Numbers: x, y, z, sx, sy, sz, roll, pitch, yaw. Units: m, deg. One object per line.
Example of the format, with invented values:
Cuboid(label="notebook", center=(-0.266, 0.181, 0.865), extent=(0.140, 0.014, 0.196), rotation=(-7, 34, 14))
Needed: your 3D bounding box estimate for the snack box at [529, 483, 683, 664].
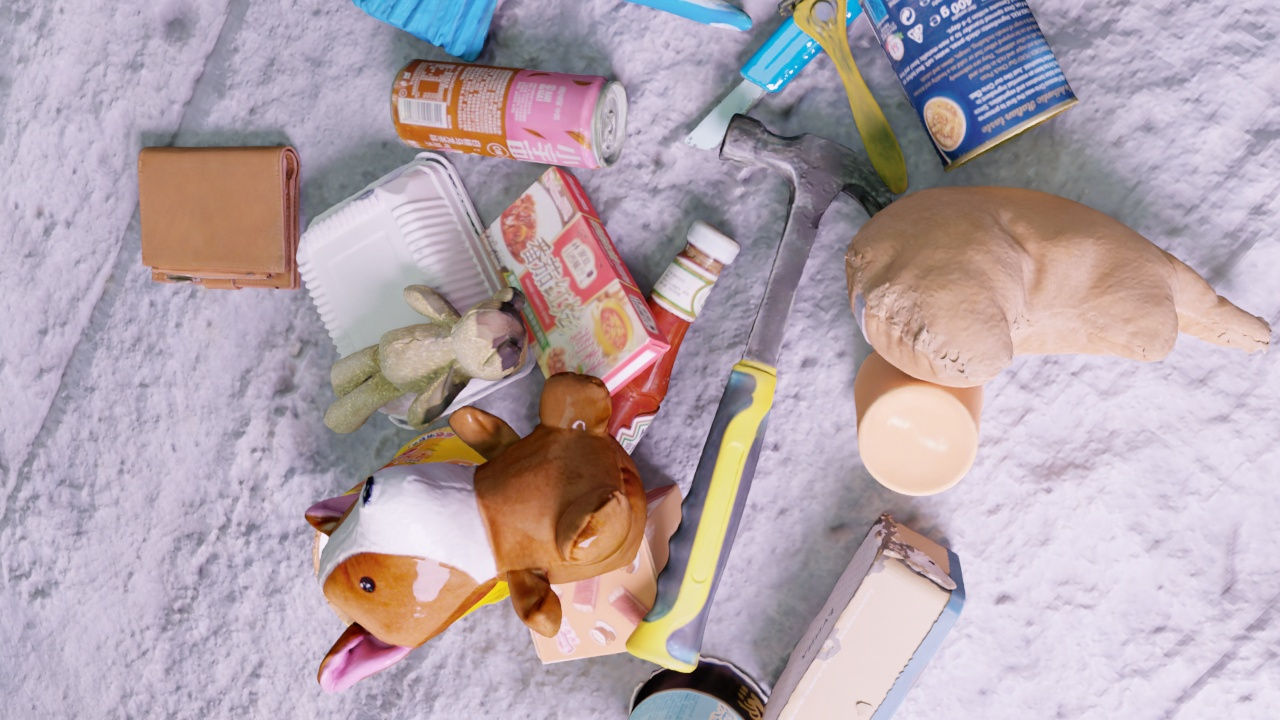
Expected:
Cuboid(label="snack box", center=(-0.019, 0.139, 0.607), extent=(0.094, 0.092, 0.077), rotation=(-15, 94, 19))

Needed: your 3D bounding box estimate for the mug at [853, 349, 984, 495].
Cuboid(label="mug", center=(0.156, 0.031, 0.519), extent=(0.078, 0.122, 0.078), rotation=(3, 101, 17))

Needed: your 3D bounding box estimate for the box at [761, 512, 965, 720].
Cuboid(label="box", center=(0.131, 0.190, 0.573), extent=(0.060, 0.089, 0.184), rotation=(27, 108, 10))

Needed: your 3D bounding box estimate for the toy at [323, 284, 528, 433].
Cuboid(label="toy", center=(-0.138, 0.005, 0.581), extent=(0.157, 0.066, 0.105), rotation=(-20, 51, 23))

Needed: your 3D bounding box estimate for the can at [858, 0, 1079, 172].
Cuboid(label="can", center=(0.178, -0.170, 0.503), extent=(0.075, 0.075, 0.111), rotation=(-27, 90, 19))

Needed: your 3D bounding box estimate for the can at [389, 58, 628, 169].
Cuboid(label="can", center=(-0.086, -0.160, 0.596), extent=(0.147, 0.057, 0.058), rotation=(10, 102, 15))

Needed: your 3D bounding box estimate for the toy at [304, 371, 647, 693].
Cuboid(label="toy", center=(-0.097, 0.093, 0.511), extent=(0.200, 0.130, 0.140), rotation=(-22, 48, 10))

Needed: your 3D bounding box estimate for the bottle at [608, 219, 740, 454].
Cuboid(label="bottle", center=(-0.004, 0.004, 0.600), extent=(0.060, 0.059, 0.206), rotation=(35, 102, 9))

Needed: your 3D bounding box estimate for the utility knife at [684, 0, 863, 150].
Cuboid(label="utility knife", center=(0.100, -0.199, 0.552), extent=(0.034, 0.018, 0.199), rotation=(45, 109, -5))

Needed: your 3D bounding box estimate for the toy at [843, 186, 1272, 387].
Cuboid(label="toy", center=(0.221, -0.042, 0.486), extent=(0.226, 0.143, 0.083), rotation=(-3, 136, -9))

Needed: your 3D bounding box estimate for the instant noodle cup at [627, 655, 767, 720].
Cuboid(label="instant noodle cup", center=(0.028, 0.271, 0.600), extent=(0.111, 0.120, 0.111), rotation=(3, 100, 17))

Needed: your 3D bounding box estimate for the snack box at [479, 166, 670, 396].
Cuboid(label="snack box", center=(-0.046, -0.046, 0.587), extent=(0.075, 0.025, 0.152), rotation=(-39, 60, 20))

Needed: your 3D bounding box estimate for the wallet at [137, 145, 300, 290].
Cuboid(label="wallet", center=(-0.317, -0.107, 0.691), extent=(0.132, 0.031, 0.108), rotation=(3, 97, 17))

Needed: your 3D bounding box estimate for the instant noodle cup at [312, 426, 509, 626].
Cuboid(label="instant noodle cup", center=(-0.150, 0.124, 0.637), extent=(0.138, 0.109, 0.138), rotation=(3, 99, 18))

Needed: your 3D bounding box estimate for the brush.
Cuboid(label="brush", center=(-0.090, -0.240, 0.590), extent=(0.314, 0.060, 0.109), rotation=(30, 103, 8))

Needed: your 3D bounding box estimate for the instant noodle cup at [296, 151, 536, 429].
Cuboid(label="instant noodle cup", center=(-0.167, -0.044, 0.641), extent=(0.138, 0.060, 0.173), rotation=(-25, 90, 20))

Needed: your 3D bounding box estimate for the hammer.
Cuboid(label="hammer", center=(0.066, 0.024, 0.542), extent=(0.126, 0.032, 0.323), rotation=(18, 86, -1))

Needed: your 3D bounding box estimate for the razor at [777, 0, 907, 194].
Cuboid(label="razor", center=(0.127, -0.157, 0.537), extent=(0.043, 0.028, 0.132), rotation=(-24, 103, 15))
